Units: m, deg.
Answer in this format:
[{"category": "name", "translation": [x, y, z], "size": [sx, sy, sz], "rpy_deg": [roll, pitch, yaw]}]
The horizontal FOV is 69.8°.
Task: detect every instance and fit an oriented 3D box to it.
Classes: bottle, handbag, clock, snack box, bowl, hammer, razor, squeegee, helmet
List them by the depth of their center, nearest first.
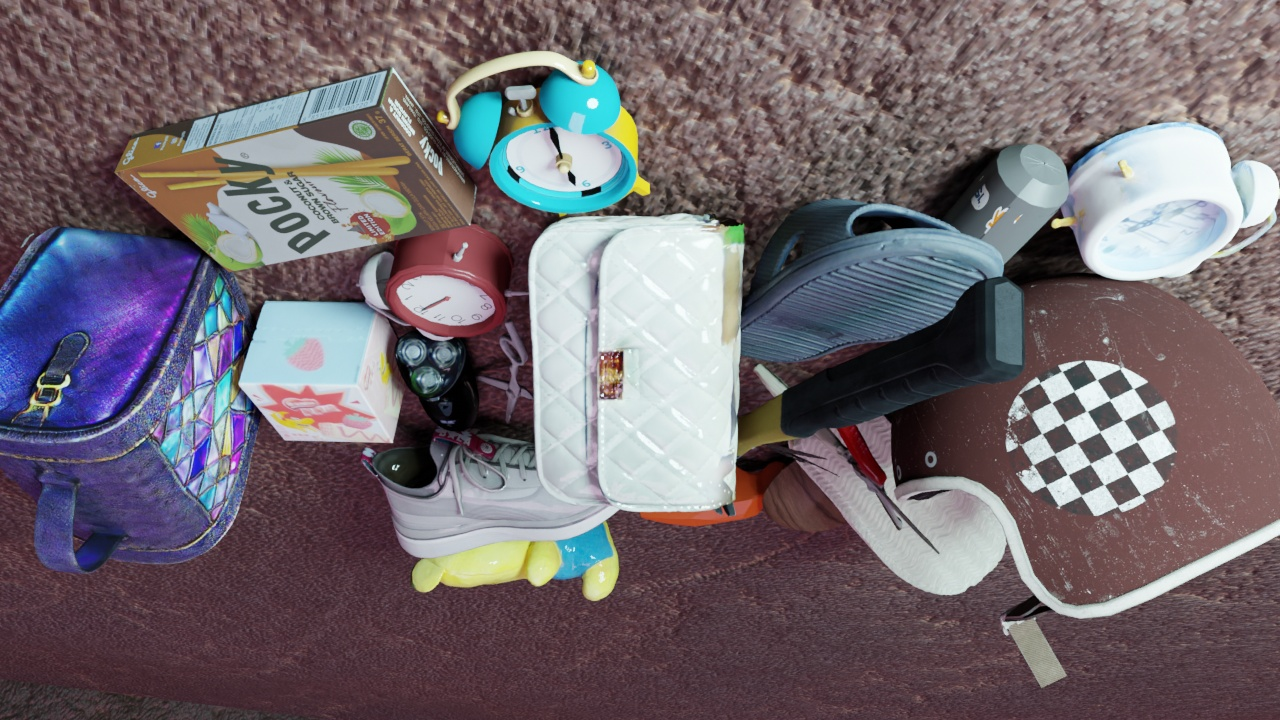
[{"category": "clock", "translation": [-0.050, -0.125, 0.518], "size": [0.099, 0.043, 0.129], "rpy_deg": [-11, 153, 22]}, {"category": "clock", "translation": [0.306, -0.086, 0.530], "size": [0.125, 0.051, 0.089], "rpy_deg": [10, 147, -15]}, {"category": "bottle", "translation": [0.208, -0.081, 0.551], "size": [0.047, 0.046, 0.113], "rpy_deg": [10, 148, -10]}, {"category": "hammer", "translation": [0.109, 0.027, 0.565], "size": [0.025, 0.117, 0.334], "rpy_deg": [11, 163, -17]}, {"category": "snack box", "translation": [-0.208, -0.111, 0.565], "size": [0.186, 0.031, 0.101], "rpy_deg": [-7, 147, 18]}, {"category": "handbag", "translation": [-0.004, 0.004, 0.593], "size": [0.139, 0.072, 0.195], "rpy_deg": [0, 106, 5]}, {"category": "helmet", "translation": [0.286, 0.074, 0.601], "size": [0.234, 0.253, 0.233], "rpy_deg": [-34, 160, 25]}, {"category": "clock", "translation": [-0.140, -0.052, 0.641], "size": [0.125, 0.044, 0.087], "rpy_deg": [-21, 141, 33]}, {"category": "handbag", "translation": [-0.364, 0.039, 0.646], "size": [0.125, 0.221, 0.205], "rpy_deg": [7, 147, -4]}, {"category": "snack box", "translation": [-0.244, 0.011, 0.720], "size": [0.093, 0.079, 0.095], "rpy_deg": [1, 148, 4]}, {"category": "razor", "translation": [-0.161, 0.024, 0.747], "size": [0.053, 0.063, 0.141], "rpy_deg": [3, 147, 3]}, {"category": "bowl", "translation": [0.176, 0.129, 0.864], "size": [0.119, 0.032, 0.119], "rpy_deg": [-13, 138, -12]}, {"category": "squeegee", "translation": [0.089, 0.130, 0.896], "size": [0.185, 0.055, 0.250], "rpy_deg": [-11, 146, 9]}]

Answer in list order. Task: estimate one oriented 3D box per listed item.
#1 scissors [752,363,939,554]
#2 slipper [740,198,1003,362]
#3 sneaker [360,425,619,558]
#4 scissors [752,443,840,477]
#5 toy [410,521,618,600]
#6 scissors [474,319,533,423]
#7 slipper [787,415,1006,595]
[{"category": "scissors", "translation": [0.151, 0.063, 0.700], "size": [0.015, 0.179, 0.199], "rpy_deg": [-41, 136, -6]}, {"category": "slipper", "translation": [0.119, -0.058, 0.580], "size": [0.101, 0.082, 0.264], "rpy_deg": [13, 167, -16]}, {"category": "sneaker", "translation": [-0.129, 0.103, 0.853], "size": [0.263, 0.096, 0.129], "rpy_deg": [-12, 132, 14]}, {"category": "scissors", "translation": [0.083, 0.062, 0.765], "size": [0.153, 0.012, 0.164], "rpy_deg": [33, 166, -9]}, {"category": "toy", "translation": [-0.128, 0.191, 0.967], "size": [0.214, 0.084, 0.149], "rpy_deg": [8, -171, -13]}, {"category": "scissors", "translation": [-0.101, 0.014, 0.717], "size": [0.142, 0.014, 0.165], "rpy_deg": [30, 150, 34]}, {"category": "slipper", "translation": [0.228, 0.112, 0.816], "size": [0.263, 0.052, 0.115], "rpy_deg": [41, 94, -24]}]
